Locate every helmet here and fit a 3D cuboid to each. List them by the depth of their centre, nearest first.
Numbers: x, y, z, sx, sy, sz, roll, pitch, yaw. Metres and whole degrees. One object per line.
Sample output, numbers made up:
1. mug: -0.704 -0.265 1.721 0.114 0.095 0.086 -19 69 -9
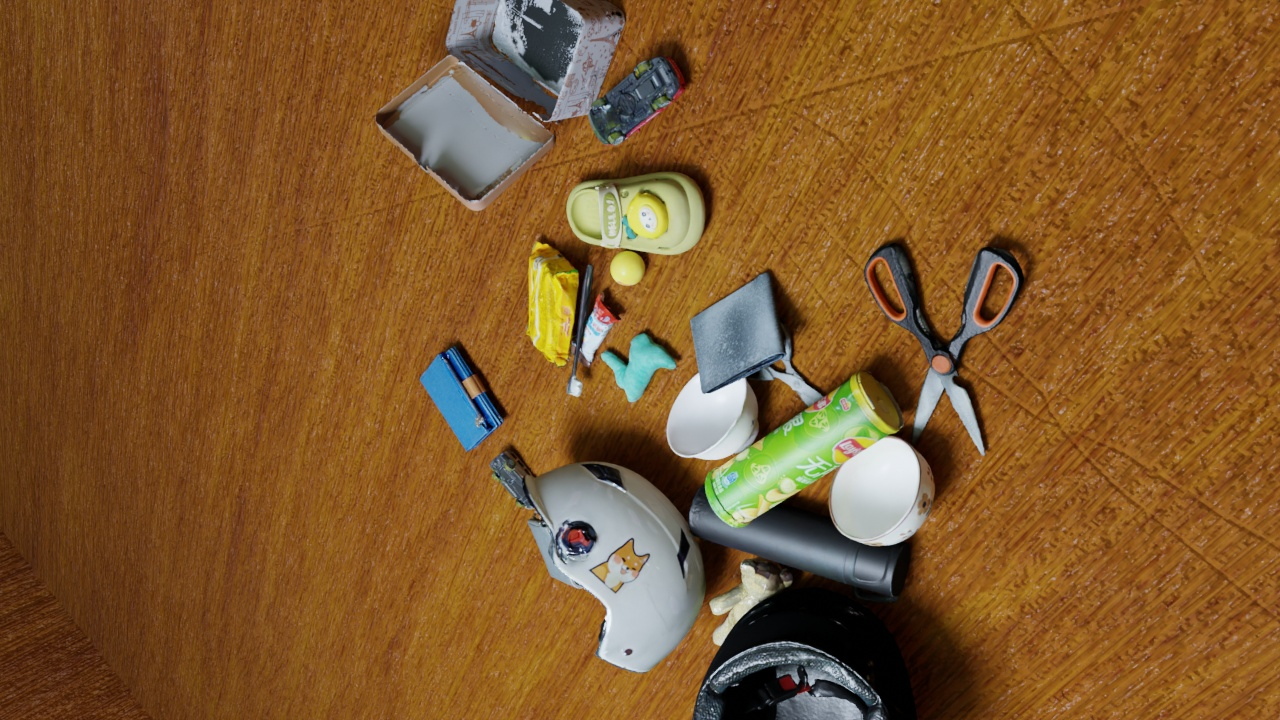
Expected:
1. helmet: 0.184 0.388 0.997 0.234 0.229 0.275 1 118 22
2. helmet: -0.015 0.228 1.111 0.157 0.230 0.274 -28 78 -1

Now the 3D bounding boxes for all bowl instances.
1. bowl: 0.255 0.139 0.936 0.062 0.113 0.114 27 138 -29
2. bowl: 0.093 0.068 1.029 0.064 0.118 0.119 34 139 -31

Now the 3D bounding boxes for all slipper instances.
1. slipper: -0.019 -0.158 1.020 0.191 0.081 0.092 7 115 37

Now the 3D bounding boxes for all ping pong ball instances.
1. ping pong ball: -0.015 -0.107 1.062 0.040 0.040 0.040 15 116 32

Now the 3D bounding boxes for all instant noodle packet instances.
1. instant noodle packet: -0.109 -0.072 1.127 0.111 0.044 0.129 44 134 53

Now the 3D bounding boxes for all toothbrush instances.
1. toothbrush: -0.071 -0.034 1.115 0.018 0.015 0.181 26 123 27

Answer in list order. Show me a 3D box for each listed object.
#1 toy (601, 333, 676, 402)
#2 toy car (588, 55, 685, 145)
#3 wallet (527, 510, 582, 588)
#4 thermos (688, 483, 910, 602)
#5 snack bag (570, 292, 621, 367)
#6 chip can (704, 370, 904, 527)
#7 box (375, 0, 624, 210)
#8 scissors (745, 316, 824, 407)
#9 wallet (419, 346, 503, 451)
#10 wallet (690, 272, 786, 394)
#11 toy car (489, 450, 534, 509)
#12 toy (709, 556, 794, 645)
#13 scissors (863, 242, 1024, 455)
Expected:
1. toy: -0.007 0.007 1.111 0.096 0.030 0.092 43 126 23
2. toy car: -0.003 -0.276 0.981 0.121 0.045 0.053 -27 89 35
3. wallet: -0.115 0.255 1.262 0.106 0.037 0.130 66 161 -2
4. thermos: 0.175 0.209 1.033 0.243 0.068 0.090 14 123 32
5. snack bag: -0.058 -0.037 1.132 0.045 0.026 0.106 45 131 10
6. chip can: 0.164 0.098 0.965 0.222 0.072 0.072 -39 83 28
7. box: -0.155 -0.315 1.022 0.179 0.130 0.273 40 102 18
8. scissors: 0.167 0.019 0.996 0.163 0.014 0.166 6 112 36
9. wallet: -0.257 0.056 1.312 0.133 0.040 0.107 56 139 4
10. wallet: 0.104 -0.027 0.995 0.121 0.019 0.097 -30 56 41
11. toy car: -0.172 0.169 1.296 0.090 0.035 0.042 50 131 2
12. toy: 0.132 0.298 1.112 0.105 0.066 0.158 15 126 -5
13. scissors: 0.289 -0.022 0.887 0.225 0.021 0.222 44 134 16
